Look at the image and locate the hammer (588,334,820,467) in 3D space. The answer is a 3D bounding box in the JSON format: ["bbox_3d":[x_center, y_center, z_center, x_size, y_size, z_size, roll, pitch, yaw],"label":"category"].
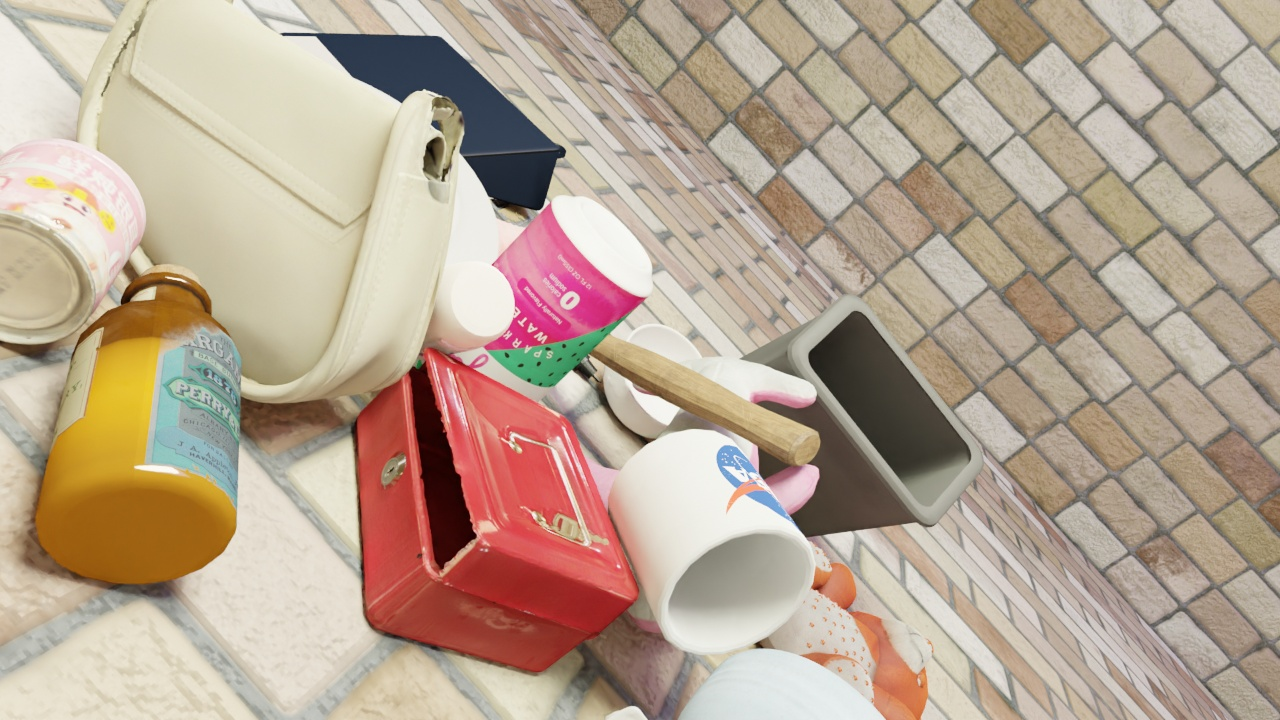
[{"bbox_3d":[-0.004,0.004,0.687,0.306,0.040,0.132,27,20,36],"label":"hammer"}]

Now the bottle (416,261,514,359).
[{"bbox_3d":[-0.134,-0.027,0.570,0.051,0.146,0.051,5,81,-39],"label":"bottle"}]

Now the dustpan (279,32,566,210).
[{"bbox_3d":[-0.178,-0.231,0.904,0.272,0.080,0.236,-15,49,-38],"label":"dustpan"}]

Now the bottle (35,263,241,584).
[{"bbox_3d":[-0.209,0.014,0.397,0.067,0.068,0.156,30,25,-40],"label":"bottle"}]

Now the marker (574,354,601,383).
[{"bbox_3d":[-0.086,-0.033,0.829,0.145,0.019,0.019,47,19,-1],"label":"marker"}]

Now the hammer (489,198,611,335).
[{"bbox_3d":[-0.042,-0.031,0.895,0.322,0.044,0.098,48,19,-6],"label":"hammer"}]

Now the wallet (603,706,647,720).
[{"bbox_3d":[-0.004,0.227,0.417,0.116,0.086,0.032,57,-14,15],"label":"wallet"}]

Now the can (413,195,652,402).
[{"bbox_3d":[-0.073,-0.028,0.619,0.088,0.166,0.088,40,20,-18],"label":"can"}]

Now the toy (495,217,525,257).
[{"bbox_3d":[-0.128,-0.098,0.779,0.105,0.053,0.108,9,25,-14],"label":"toy"}]

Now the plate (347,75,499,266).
[{"bbox_3d":[-0.207,-0.137,0.671,0.242,0.016,0.242,26,40,-25],"label":"plate"}]

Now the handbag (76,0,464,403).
[{"bbox_3d":[-0.192,-0.099,0.514,0.229,0.184,0.131,35,14,14],"label":"handbag"}]

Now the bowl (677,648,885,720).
[{"bbox_3d":[0.065,0.232,0.464,0.074,0.151,0.150,-19,65,-43],"label":"bowl"}]

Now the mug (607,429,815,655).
[{"bbox_3d":[0.046,0.111,0.530,0.121,0.091,0.090,48,5,-36],"label":"mug"}]

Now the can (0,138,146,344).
[{"bbox_3d":[-0.267,-0.055,0.410,0.067,0.067,0.076,36,23,-29],"label":"can"}]

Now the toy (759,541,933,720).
[{"bbox_3d":[0.174,0.237,0.738,0.172,0.093,0.163,37,20,-31],"label":"toy"}]

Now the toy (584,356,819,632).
[{"bbox_3d":[0.042,0.104,0.688,0.264,0.187,0.128,-68,154,-46],"label":"toy"}]

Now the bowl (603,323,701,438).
[{"bbox_3d":[0.011,0.024,0.840,0.104,0.054,0.104,19,56,-31],"label":"bowl"}]

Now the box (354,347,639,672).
[{"bbox_3d":[-0.080,0.080,0.515,0.129,0.087,0.158,30,24,-38],"label":"box"}]

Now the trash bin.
[{"bbox_3d":[0.167,0.065,0.853,0.192,0.097,0.220,51,-26,-2],"label":"trash bin"}]
